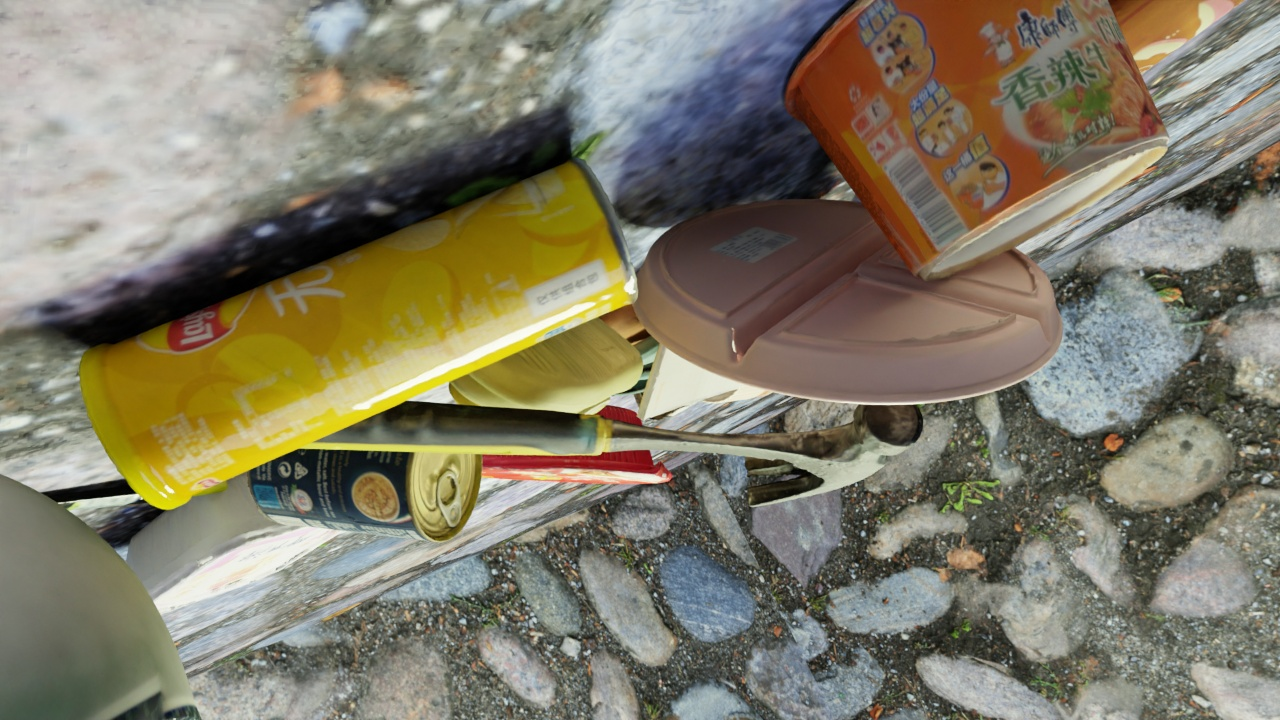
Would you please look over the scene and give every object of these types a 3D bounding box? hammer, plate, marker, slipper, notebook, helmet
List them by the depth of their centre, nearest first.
[{"bbox_3d":[-0.309,0.117,0.323,0.274,0.157,0.229,-18,175,16],"label":"helmet"},{"bbox_3d":[-0.037,0.039,0.459,0.323,0.031,0.126,4,157,-8],"label":"hammer"},{"bbox_3d":[0.109,-0.045,0.501,0.229,0.229,0.028,-20,124,-31],"label":"plate"},{"bbox_3d":[-0.059,0.011,0.549,0.082,0.091,0.190,-56,166,13],"label":"slipper"},{"bbox_3d":[-0.304,0.079,0.552,0.018,0.015,0.124,-31,166,23],"label":"marker"},{"bbox_3d":[0.082,-0.037,0.697,0.205,0.010,0.146,-13,128,-51],"label":"notebook"}]

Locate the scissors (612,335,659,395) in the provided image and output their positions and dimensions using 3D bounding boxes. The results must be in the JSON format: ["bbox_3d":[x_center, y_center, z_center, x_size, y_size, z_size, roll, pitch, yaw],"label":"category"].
[{"bbox_3d":[0.011,-0.009,0.692,0.130,0.019,0.185,-34,164,20],"label":"scissors"}]

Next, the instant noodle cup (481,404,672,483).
[{"bbox_3d":[-0.067,0.076,0.838,0.194,0.065,0.194,3,170,0],"label":"instant noodle cup"}]

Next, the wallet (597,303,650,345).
[{"bbox_3d":[-0.030,-0.017,0.689,0.132,0.031,0.108,-27,166,8],"label":"wallet"}]

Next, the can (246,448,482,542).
[{"bbox_3d":[-0.158,0.061,0.527,0.111,0.075,0.075,2,180,20],"label":"can"}]

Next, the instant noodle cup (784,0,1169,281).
[{"bbox_3d":[0.159,-0.113,0.430,0.151,0.111,0.151,-25,170,-5],"label":"instant noodle cup"}]

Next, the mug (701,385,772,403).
[{"bbox_3d":[0.105,-0.011,0.950,0.105,0.081,0.115,-7,132,-58],"label":"mug"}]

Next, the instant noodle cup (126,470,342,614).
[{"bbox_3d":[-0.298,0.127,0.678,0.174,0.060,0.137,-33,168,31],"label":"instant noodle cup"}]

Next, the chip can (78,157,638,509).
[{"bbox_3d":[-0.110,-0.015,0.384,0.213,0.072,0.072,-24,170,-10],"label":"chip can"}]

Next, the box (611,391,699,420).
[{"bbox_3d":[0.037,-0.010,0.809,0.163,0.076,0.087,-32,154,32],"label":"box"}]

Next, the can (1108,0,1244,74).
[{"bbox_3d":[0.253,-0.178,0.488,0.057,0.058,0.148,-20,168,-32],"label":"can"}]
